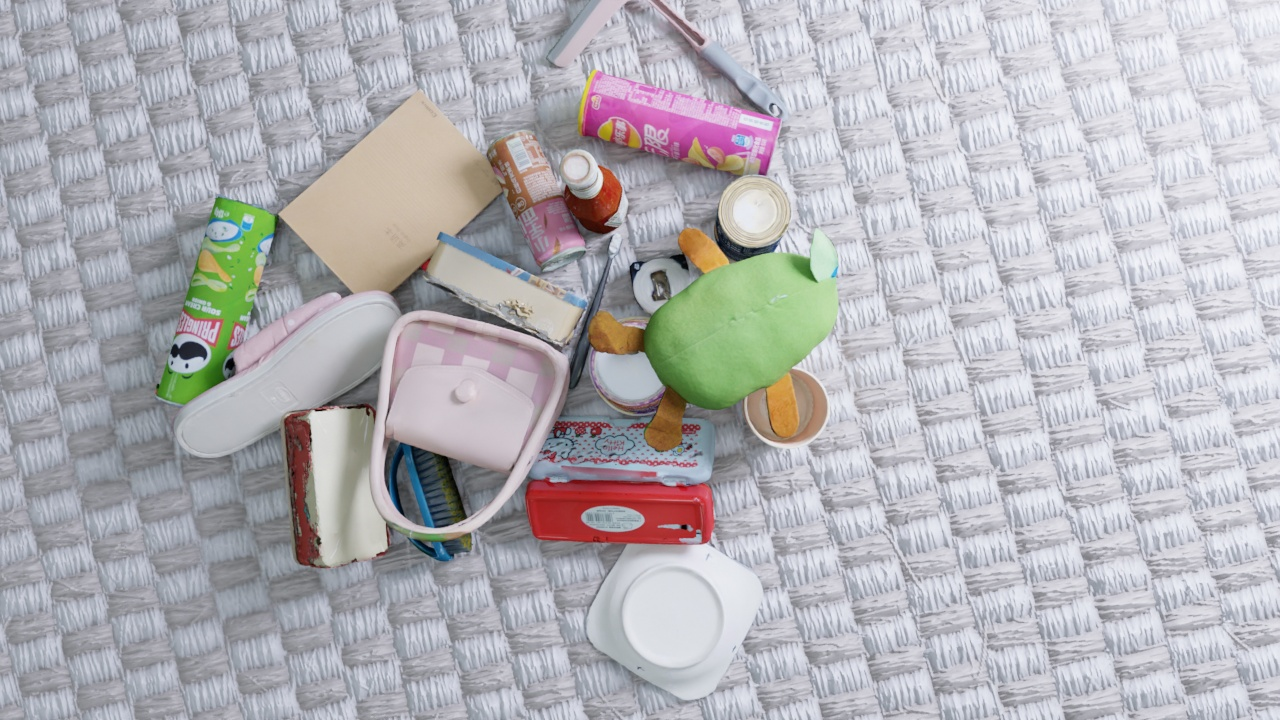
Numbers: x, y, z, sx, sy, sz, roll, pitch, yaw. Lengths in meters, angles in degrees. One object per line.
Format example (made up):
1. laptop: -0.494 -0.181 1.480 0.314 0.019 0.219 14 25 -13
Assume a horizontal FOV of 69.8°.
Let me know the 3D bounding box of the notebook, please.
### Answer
1. notebook: -0.271 -0.179 1.019 0.211 0.012 0.149 -44 88 -6

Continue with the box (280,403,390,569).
1. box: -0.322 0.132 0.977 0.076 0.091 0.168 -9 87 43

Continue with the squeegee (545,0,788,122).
1. squeegee: 0.067 -0.346 1.003 0.249 0.040 0.248 42 107 -2

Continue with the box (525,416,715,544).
1. box: -0.019 0.125 0.990 0.201 0.098 0.119 0 123 10

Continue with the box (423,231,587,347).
1. box: -0.149 -0.077 0.981 0.184 0.090 0.060 27 91 -3

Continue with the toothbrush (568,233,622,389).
1. toothbrush: -0.051 -0.055 1.014 0.015 0.018 0.181 17 91 -4

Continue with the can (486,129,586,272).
1. can: -0.113 -0.174 0.999 0.058 0.058 0.147 -25 87 2

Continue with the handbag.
1. handbag: -0.191 0.074 0.950 0.193 0.093 0.233 15 71 6

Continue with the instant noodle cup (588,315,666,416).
1. instant noodle cup: -0.006 0.006 0.968 0.111 0.099 0.111 0 90 5

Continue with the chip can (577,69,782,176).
1. chip can: 0.042 -0.250 0.985 0.210 0.071 0.071 16 89 3

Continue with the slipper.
1. slipper: -0.380 0.009 0.991 0.274 0.114 0.054 -35 52 -2

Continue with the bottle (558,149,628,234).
1. bottle: -0.050 -0.170 0.921 0.060 0.206 0.060 0 89 4

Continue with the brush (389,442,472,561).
1. brush: -0.234 0.151 1.000 0.073 0.055 0.144 -19 88 2

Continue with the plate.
1. plate: 0.036 0.272 0.991 0.164 0.034 0.163 28 90 5

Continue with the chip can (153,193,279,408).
1. chip can: -0.466 -0.062 1.012 0.072 0.072 0.236 16 89 4

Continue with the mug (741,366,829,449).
1. mug: 0.133 0.041 0.954 0.114 0.106 0.081 25 90 4

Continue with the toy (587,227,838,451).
1. toy: 0.085 -0.026 0.880 0.247 0.090 0.227 -27 85 0

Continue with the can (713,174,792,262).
1. can: 0.116 -0.146 0.957 0.075 0.111 0.075 0 88 3

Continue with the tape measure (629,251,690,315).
1. tape measure: 0.024 -0.080 1.001 0.066 0.033 0.066 -12 87 5

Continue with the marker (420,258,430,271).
1. marker: -0.276 -0.147 1.030 0.017 0.017 0.145 -44 86 1
